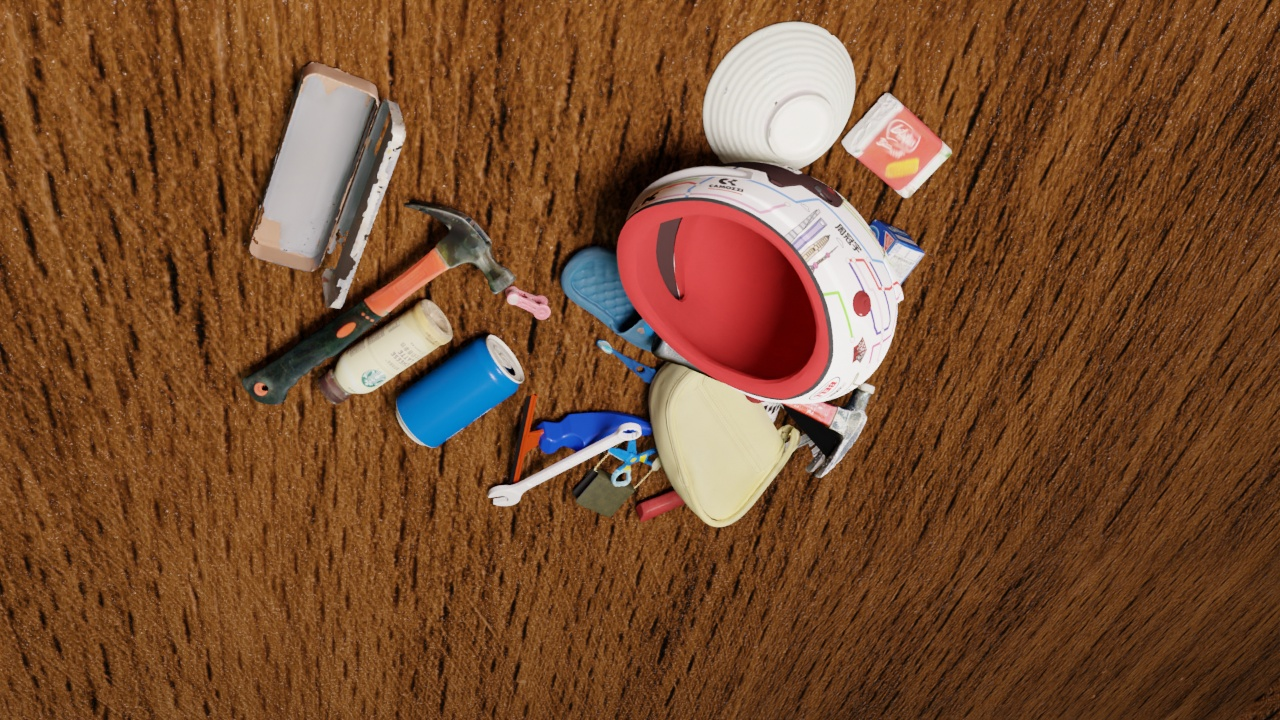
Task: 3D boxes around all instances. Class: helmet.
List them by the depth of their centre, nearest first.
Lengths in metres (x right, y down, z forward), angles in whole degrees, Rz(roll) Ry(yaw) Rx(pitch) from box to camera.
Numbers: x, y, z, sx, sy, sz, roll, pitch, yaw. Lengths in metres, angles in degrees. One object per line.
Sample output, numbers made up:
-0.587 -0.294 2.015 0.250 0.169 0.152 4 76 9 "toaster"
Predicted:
0.138 -0.097 1.010 0.314 0.235 0.232 41 127 -4 "helmet"

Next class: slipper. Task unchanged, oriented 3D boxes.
-0.004 -0.063 1.106 0.213 0.059 0.104 26 119 -31 "slipper"

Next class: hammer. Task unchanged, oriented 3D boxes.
-0.305 -0.049 1.007 0.334 0.033 0.133 -34 103 14 "hammer"
0.151 0.042 1.160 0.326 0.036 0.140 23 92 -26 "hammer"
0.136 0.163 1.336 0.316 0.036 0.126 -26 156 12 "hammer"

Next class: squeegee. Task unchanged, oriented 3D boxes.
-0.075 0.095 1.215 0.184 0.055 0.250 -3 147 -17 "squeegee"

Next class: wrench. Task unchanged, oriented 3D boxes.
-0.105 0.140 1.215 0.274 0.009 0.047 -29 139 31 "wrench"

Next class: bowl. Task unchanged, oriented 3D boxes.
0.161 -0.263 0.985 0.177 0.070 0.178 -8 130 -10 "bowl"

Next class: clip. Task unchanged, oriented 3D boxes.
-0.132 -0.066 1.079 0.058 0.037 0.022 22 122 -26 "clip"

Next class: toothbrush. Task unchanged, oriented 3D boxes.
-0.007 0.007 1.189 0.132 0.016 0.021 33 103 -35 "toothbrush"

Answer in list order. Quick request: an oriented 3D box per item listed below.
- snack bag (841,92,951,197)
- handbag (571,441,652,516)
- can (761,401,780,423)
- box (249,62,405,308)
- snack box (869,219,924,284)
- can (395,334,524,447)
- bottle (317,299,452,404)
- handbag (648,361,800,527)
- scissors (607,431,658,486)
0.297 -0.247 1.064 0.116 0.036 0.077 27 116 -33 "snack bag"
-0.016 0.144 1.299 0.084 0.027 0.178 29 110 -36 "handbag"
0.174 0.050 1.263 0.044 0.044 0.107 1 128 -18 "can"
-0.312 -0.168 0.902 0.105 0.096 0.217 18 121 -23 "box"
0.267 -0.071 1.184 0.059 0.059 0.227 15 123 -31 "snack box"
-0.219 0.038 1.106 0.146 0.078 0.079 -34 130 11 "can"
-0.297 -0.006 1.061 0.162 0.056 0.056 -32 130 10 "bottle"
0.097 0.088 1.215 0.190 0.088 0.233 -35 114 -8 "handbag"
-0.021 0.137 1.251 0.105 0.019 0.131 -44 147 10 "scissors"
